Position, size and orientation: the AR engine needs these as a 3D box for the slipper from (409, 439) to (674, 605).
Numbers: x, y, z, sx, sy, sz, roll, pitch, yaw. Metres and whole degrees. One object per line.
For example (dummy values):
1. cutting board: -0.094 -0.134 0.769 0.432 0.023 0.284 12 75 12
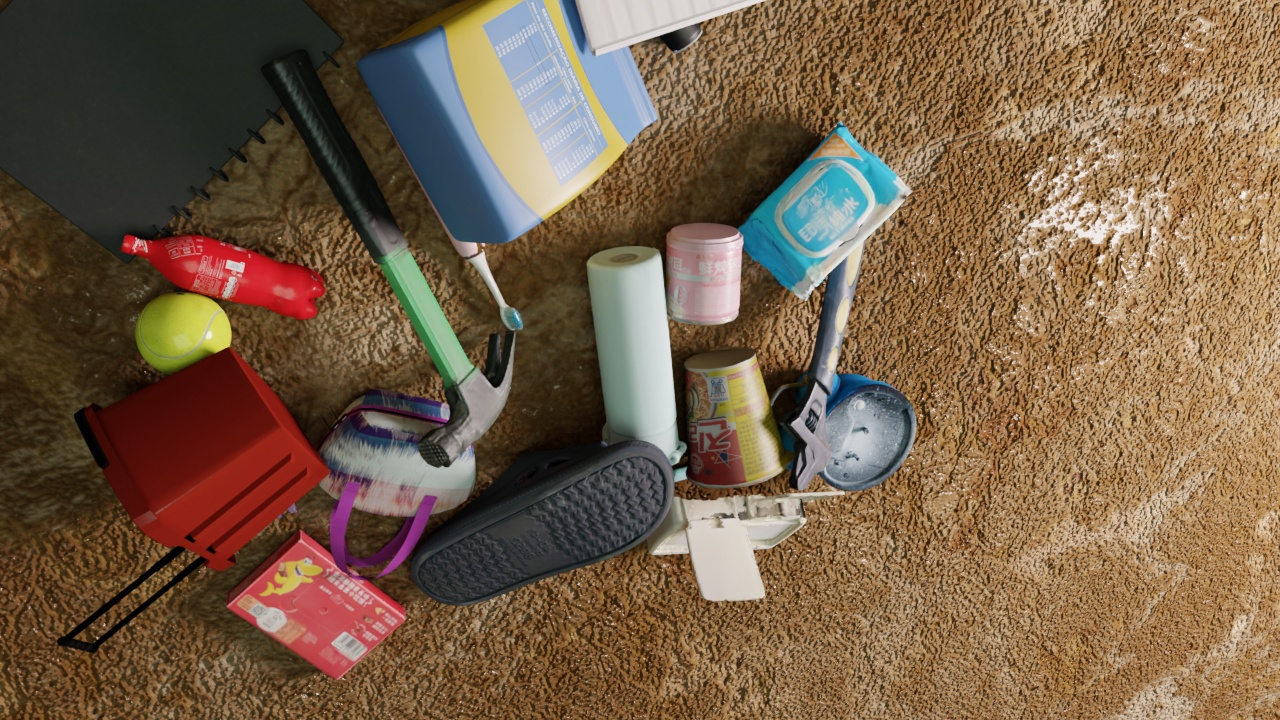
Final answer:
1. slipper: -0.089 0.140 0.849 0.268 0.083 0.111 -27 122 14

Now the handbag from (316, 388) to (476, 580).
1. handbag: -0.222 0.117 0.801 0.144 0.068 0.170 15 112 -25

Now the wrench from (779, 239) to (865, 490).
1. wrench: 0.176 -0.013 0.859 0.073 0.022 0.273 18 84 -43

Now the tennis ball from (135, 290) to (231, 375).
1. tennis ball: -0.345 -0.020 0.694 0.065 0.065 0.065 -7 113 -17

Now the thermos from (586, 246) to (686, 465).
1. thermos: -0.005 0.005 0.825 0.078 0.065 0.207 3 116 20

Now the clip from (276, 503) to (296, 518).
1. clip: -0.311 0.112 0.789 0.036 0.013 0.052 -20 118 -10

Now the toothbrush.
1. toothbrush: -0.149 -0.116 0.747 0.027 0.027 0.223 -43 122 -30

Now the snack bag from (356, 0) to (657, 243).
1. snack bag: -0.083 -0.207 0.701 0.204 0.102 0.159 -41 121 -27

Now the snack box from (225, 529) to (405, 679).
1. snack box: -0.293 0.225 0.836 0.089 0.021 0.133 -42 118 0

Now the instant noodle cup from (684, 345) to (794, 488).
1. instant noodle cup: 0.081 0.050 0.864 0.100 0.100 0.112 -16 107 -13

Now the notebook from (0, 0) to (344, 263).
1. notebook: -0.348 -0.201 0.647 0.231 0.019 0.169 -45 117 2

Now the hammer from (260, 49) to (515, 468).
1. hammer: -0.190 -0.080 0.706 0.129 0.032 0.319 -51 125 -45

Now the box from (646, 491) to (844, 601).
1. box: 0.096 0.174 0.865 0.145 0.187 0.101 0 77 -16

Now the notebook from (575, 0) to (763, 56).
1. notebook: 0.033 -0.335 0.706 0.209 0.009 0.143 -25 112 -20

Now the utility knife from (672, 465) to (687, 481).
1. utility knife: 0.053 0.109 0.917 0.158 0.015 0.022 -14 146 -13

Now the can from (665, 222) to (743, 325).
1. can: 0.056 -0.078 0.812 0.067 0.067 0.076 -7 113 -17

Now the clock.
1. clock: 0.199 0.065 0.926 0.161 0.060 0.117 14 106 -22

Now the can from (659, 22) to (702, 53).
1. can: 0.015 -0.288 0.733 0.031 0.031 0.080 -41 118 0

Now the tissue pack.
1. tissue pack: 0.162 -0.131 0.816 0.093 0.061 0.144 44 93 -1

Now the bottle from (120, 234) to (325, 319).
1. bottle: -0.312 -0.067 0.692 0.141 0.042 0.042 17 104 -32

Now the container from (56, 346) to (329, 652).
1. container: -0.352 0.099 0.681 0.200 0.127 0.148 -36 160 -14
